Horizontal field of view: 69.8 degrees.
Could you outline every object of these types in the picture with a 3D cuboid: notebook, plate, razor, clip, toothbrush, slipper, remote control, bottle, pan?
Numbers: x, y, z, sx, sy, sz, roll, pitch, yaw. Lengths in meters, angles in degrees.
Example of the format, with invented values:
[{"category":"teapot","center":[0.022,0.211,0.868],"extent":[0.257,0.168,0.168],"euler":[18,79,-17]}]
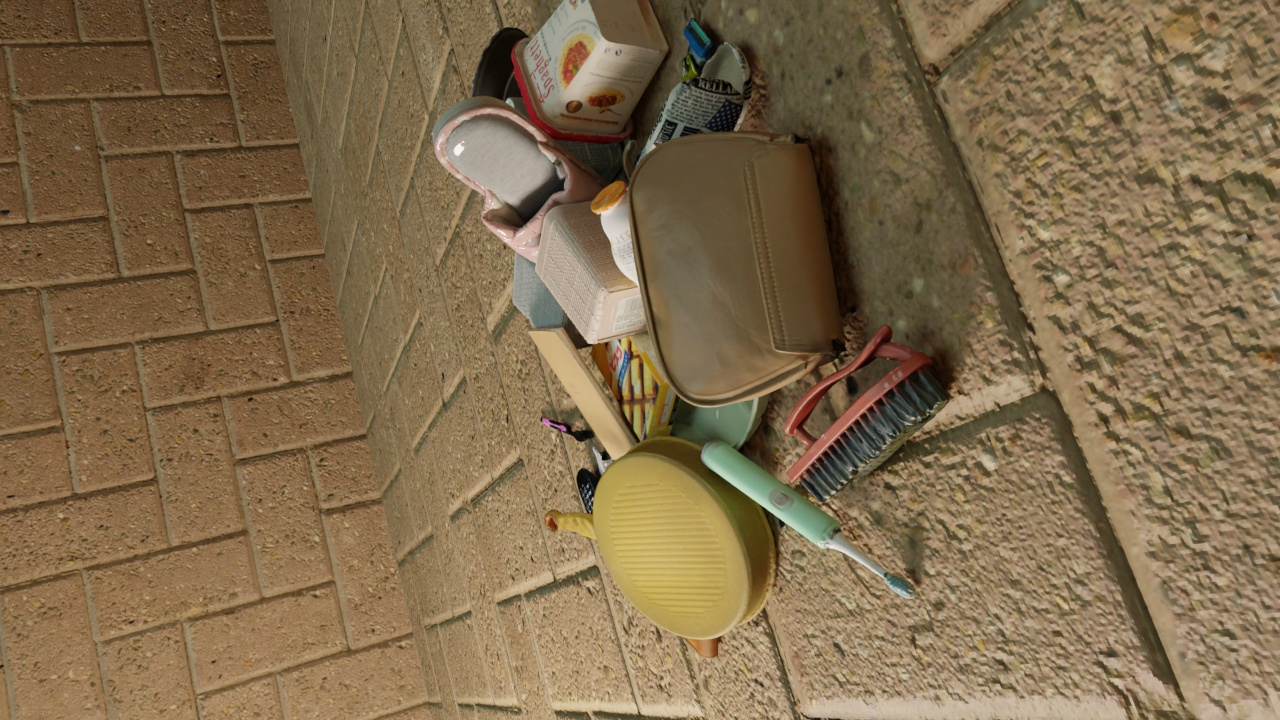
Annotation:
[{"category":"notebook","center":[-0.047,0.053,0.992],"extent":[0.211,0.012,0.150],"euler":[57,165,-12]},{"category":"plate","center":[0.054,-0.022,0.853],"extent":[0.230,0.027,0.230],"euler":[35,130,55]},{"category":"razor","center":[0.030,-0.225,0.809],"extent":[0.143,0.022,0.042],"euler":[-61,37,35]},{"category":"clip","center":[0.005,-0.165,0.891],"extent":[0.100,0.035,0.098],"euler":[99,150,-43]},{"category":"toothbrush","center":[0.129,0.124,0.735],"extent":[0.224,0.027,0.026],"euler":[34,89,44]},{"category":"slipper","center":[-0.097,-0.156,0.890],"extent":[0.274,0.114,0.054],"euler":[40,-156,-56]},{"category":"toothbrush","center":[-0.103,0.090,1.236],"extent":[0.189,0.017,0.014],"euler":[-171,73,-66]},{"category":"remote control","center":[-0.046,0.196,1.144],"extent":[0.136,0.024,0.053],"euler":[66,150,24]},{"category":"bottle","center":[0.004,-0.101,0.776],"extent":[0.108,0.063,0.063],"euler":[48,169,-29]},{"category":"plate","center":[-0.139,-0.282,1.038],"extent":[0.024,0.179,0.180],"euler":[11,117,16]},{"category":"pan","center":[-0.008,0.176,0.940],"extent":[0.358,0.078,0.198],"euler":[-11,98,45]},{"category":"clip","center":[-0.046,0.125,1.121],"extent":[0.024,0.028,0.057],"euler":[-125,25,-44]}]

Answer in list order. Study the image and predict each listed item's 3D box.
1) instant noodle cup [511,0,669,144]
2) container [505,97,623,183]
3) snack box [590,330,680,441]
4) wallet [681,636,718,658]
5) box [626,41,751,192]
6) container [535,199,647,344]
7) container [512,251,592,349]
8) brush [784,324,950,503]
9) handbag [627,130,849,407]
[{"category":"instant noodle cup","center":[-0.045,-0.284,0.869],"extent":[0.125,0.116,0.116],"euler":[-42,61,48]},{"category":"container","center":[-0.085,-0.221,0.962],"extent":[0.090,0.111,0.090],"euler":[-36,67,63]},{"category":"snack box","center":[-0.005,0.005,0.919],"extent":[0.087,0.033,0.140],"euler":[104,148,-42]},{"category":"wallet","center":[0.045,0.229,0.970],"extent":[0.119,0.035,0.131],"euler":[20,118,54]},{"category":"box","center":[0.034,-0.187,0.766],"extent":[0.075,0.085,0.162],"euler":[64,148,20]},{"category":"container","center":[-0.034,-0.084,0.877],"extent":[0.111,0.090,0.090],"euler":[57,147,31]},{"category":"container","center":[-0.080,-0.075,1.038],"extent":[0.114,0.090,0.090],"euler":[50,142,41]},{"category":"brush","center":[0.151,0.036,0.636],"extent":[0.069,0.063,0.146],"euler":[54,146,18]},{"category":"handbag","center":[0.074,-0.071,0.698],"extent":[0.148,0.099,0.204],"euler":[-10,89,25]}]
